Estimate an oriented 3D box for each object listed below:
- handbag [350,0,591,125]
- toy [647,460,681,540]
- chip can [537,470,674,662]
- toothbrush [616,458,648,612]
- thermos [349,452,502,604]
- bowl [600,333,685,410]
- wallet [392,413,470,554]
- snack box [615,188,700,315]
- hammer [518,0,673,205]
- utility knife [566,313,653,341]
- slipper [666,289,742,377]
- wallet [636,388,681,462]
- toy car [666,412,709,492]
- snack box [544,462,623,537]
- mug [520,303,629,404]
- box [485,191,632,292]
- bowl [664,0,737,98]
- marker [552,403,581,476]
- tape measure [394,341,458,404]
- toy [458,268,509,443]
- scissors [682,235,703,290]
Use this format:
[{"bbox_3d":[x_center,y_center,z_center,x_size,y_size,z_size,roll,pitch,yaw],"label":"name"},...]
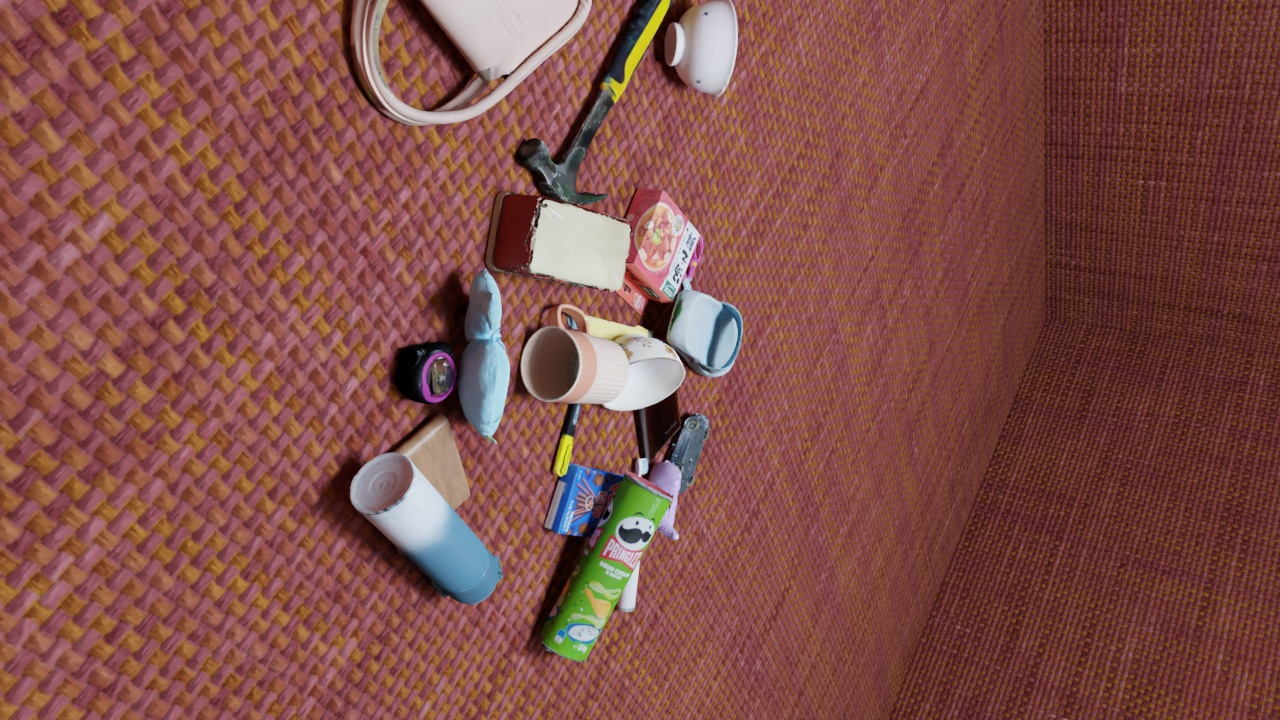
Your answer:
[{"bbox_3d":[-0.162,-0.315,0.813,0.234,0.093,0.193,-59,144,-12],"label":"handbag"},{"bbox_3d":[0.031,0.193,1.276,0.039,0.084,0.108,13,84,-36],"label":"toy"},{"bbox_3d":[-0.043,0.258,1.147,0.072,0.072,0.236,30,88,-56],"label":"chip can"},{"bbox_3d":[-0.010,0.241,1.271,0.026,0.027,0.221,-1,103,-34],"label":"toothbrush"},{"bbox_3d":[-0.204,0.174,0.899,0.070,0.070,0.221,-58,148,-27],"label":"thermos"},{"bbox_3d":[-0.007,0.007,1.141,0.113,0.114,0.062,37,29,-54],"label":"bowl"},{"bbox_3d":[-0.220,0.126,0.924,0.101,0.020,0.115,-44,137,-37],"label":"wallet"},{"bbox_3d":[0.015,-0.133,1.159,0.113,0.044,0.127,39,69,-54],"label":"snack box"},{"bbox_3d":[-0.029,-0.314,1.041,0.126,0.032,0.322,50,60,-51],"label":"hammer"},{"bbox_3d":[-0.035,-0.037,1.143,0.173,0.019,0.031,13,86,-58],"label":"utility knife"},{"bbox_3d":[0.102,-0.037,1.270,0.245,0.074,0.104,29,77,-68],"label":"slipper"},{"bbox_3d":[0.025,0.067,1.270,0.096,0.020,0.122,-40,134,-43],"label":"wallet"},{"bbox_3d":[0.066,0.133,1.335,0.054,0.037,0.120,45,64,-55],"label":"toy car"},{"bbox_3d":[-0.057,0.183,1.178,0.157,0.026,0.084,23,83,-56],"label":"snack box"},{"bbox_3d":[-0.075,-0.006,1.047,0.105,0.082,0.114,10,67,-59],"label":"mug"},{"bbox_3d":[-0.078,-0.123,0.992,0.168,0.079,0.091,5,96,-56],"label":"box"},{"bbox_3d":[0.066,-0.383,1.116,0.064,0.118,0.118,-1,105,-16],"label":"bowl"},{"bbox_3d":[-0.084,0.080,1.114,0.018,0.015,0.124,22,81,-60],"label":"marker"},{"bbox_3d":[-0.205,0.013,0.886,0.057,0.039,0.058,-14,113,-54],"label":"tape measure"},{"bbox_3d":[-0.155,0.003,0.913,0.162,0.049,0.156,121,-34,-58],"label":"toy"},{"bbox_3d":[0.059,-0.106,1.264,0.096,0.017,0.137,-11,114,-55],"label":"scissors"}]
